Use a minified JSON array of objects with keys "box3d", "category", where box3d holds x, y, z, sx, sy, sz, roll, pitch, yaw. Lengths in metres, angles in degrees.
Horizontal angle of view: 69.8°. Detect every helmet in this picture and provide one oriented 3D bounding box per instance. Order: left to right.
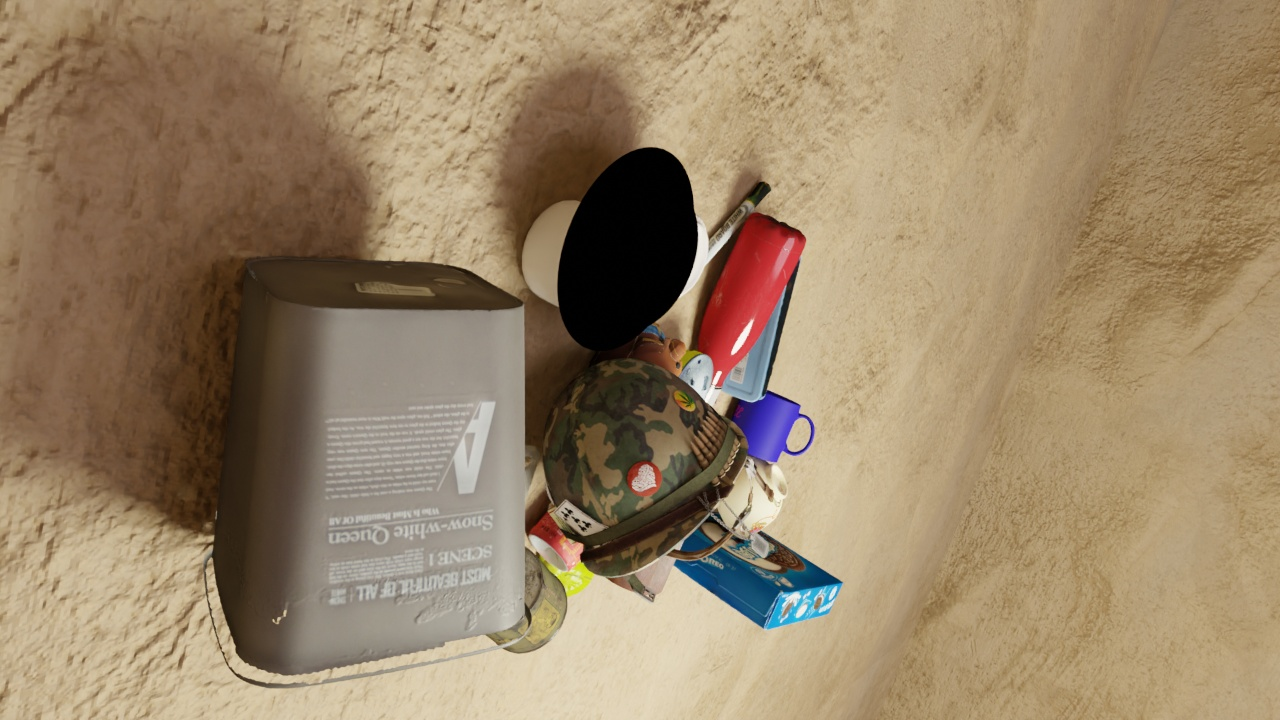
[{"box3d":[0.009,0.119,0.878,0.236,0.193,0.223,45,28,-33],"category":"helmet"}]

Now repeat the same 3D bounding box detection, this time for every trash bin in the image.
[{"box3d":[-0.175,0.055,0.606,0.197,0.197,0.220,-1,107,-31],"category":"trash bin"}]

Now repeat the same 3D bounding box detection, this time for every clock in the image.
[{"box3d":[0.032,0.025,1.026,0.118,0.057,0.083,-18,127,-50],"category":"clock"}]

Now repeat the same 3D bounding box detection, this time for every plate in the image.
[{"box3d":[0.005,-0.088,0.794,0.183,0.036,0.185,-34,137,-39],"category":"plate"}]

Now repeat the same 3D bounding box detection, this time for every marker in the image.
[{"box3d":[0.103,-0.153,1.045,0.146,0.017,0.017,-50,145,-23],"category":"marker"}]

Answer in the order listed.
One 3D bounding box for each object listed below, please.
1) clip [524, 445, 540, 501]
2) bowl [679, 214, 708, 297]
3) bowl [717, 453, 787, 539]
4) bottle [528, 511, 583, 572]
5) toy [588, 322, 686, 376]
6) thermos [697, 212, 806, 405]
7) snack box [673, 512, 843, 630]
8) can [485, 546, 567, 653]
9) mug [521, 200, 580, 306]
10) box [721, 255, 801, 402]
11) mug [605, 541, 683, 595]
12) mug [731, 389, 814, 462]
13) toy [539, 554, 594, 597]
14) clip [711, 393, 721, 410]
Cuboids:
[{"box3d":[-0.168,0.128,0.821,0.150,0.089,0.125,5,106,-45],"category":"clip"},{"box3d":[0.020,-0.108,0.911,0.115,0.062,0.115,-34,137,-40],"category":"bowl"},{"box3d":[0.154,0.173,1.235,0.118,0.074,0.117,44,33,-39],"category":"bowl"},{"box3d":[-0.054,0.158,0.990,0.137,0.062,0.062,-46,144,-29],"category":"bottle"},{"box3d":[-0.005,0.005,0.952,0.103,0.070,0.090,-46,123,8],"category":"toy"},{"box3d":[0.112,-0.052,1.074,0.073,0.073,0.240,-3,122,-55],"category":"thermos"},{"box3d":[0.143,0.275,1.232,0.238,0.196,0.056,18,100,-59],"category":"snack box"},{"box3d":[-0.126,0.236,0.911,0.089,0.090,0.075,-53,147,-19],"category":"can"},{"box3d":[-0.046,-0.095,0.817,0.115,0.068,0.094,-37,139,-37],"category":"mug"},{"box3d":[0.152,-0.051,1.143,0.052,0.067,0.210,-28,133,-54],"category":"box"},{"box3d":[-0.005,0.209,1.073,0.122,0.096,0.110,13,96,-50],"category":"mug"},{"box3d":[0.179,0.090,1.238,0.079,0.111,0.083,-12,124,-81],"category":"mug"},{"box3d":[-0.085,0.234,1.024,0.094,0.036,0.093,-57,140,-14],"category":"toy"},{"box3d":[0.089,0.045,1.157,0.049,0.026,0.061,-39,142,-37],"category":"clip"}]
